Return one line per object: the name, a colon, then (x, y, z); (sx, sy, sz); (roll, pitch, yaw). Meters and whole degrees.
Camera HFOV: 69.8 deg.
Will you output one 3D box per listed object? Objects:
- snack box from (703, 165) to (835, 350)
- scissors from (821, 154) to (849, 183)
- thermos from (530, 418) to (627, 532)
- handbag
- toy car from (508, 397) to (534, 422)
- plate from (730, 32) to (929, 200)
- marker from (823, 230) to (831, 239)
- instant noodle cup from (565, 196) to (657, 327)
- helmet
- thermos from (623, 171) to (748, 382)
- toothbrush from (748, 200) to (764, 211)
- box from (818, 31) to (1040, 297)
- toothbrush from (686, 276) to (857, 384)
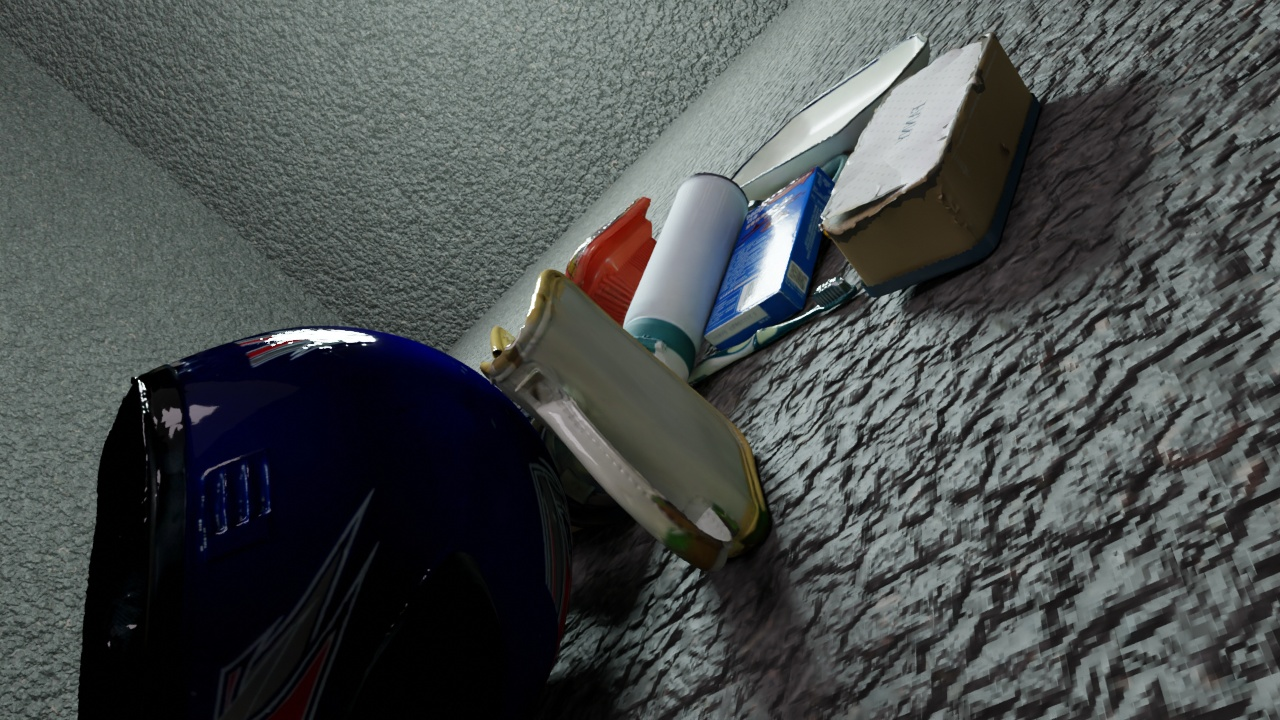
snack box: (0.104, -0.081, 0.725); (0.085, 0.026, 0.156); (-32, 27, 44)
scissors: (0.119, -0.112, 0.830); (0.177, 0.019, 0.170); (-53, 14, -13)
thermos: (-0.059, 0.089, 0.668); (0.092, 0.093, 0.144); (-57, 8, -36)
handbag: (-0.010, 0.040, 0.464); (0.063, 0.163, 0.178); (-47, 13, 11)
toy car: (-0.088, 0.045, 0.919); (0.120, 0.036, 0.054); (-20, -15, 0)
plate: (0.182, -0.225, 0.901); (0.161, 0.034, 0.266); (-50, 14, -26)
marker: (0.167, -0.104, 0.649); (0.018, 0.015, 0.124); (-57, 17, -14)
instant noodle cup: (-0.032, -0.060, 0.946); (0.164, 0.079, 0.189); (-52, -8, -50)
helmet: (-0.164, 0.140, 0.509); (0.247, 0.240, 0.316); (29, 109, 53)
thermos: (0.034, -0.060, 0.755); (0.073, 0.073, 0.223); (-35, 25, 45)
toothbrush: (0.080, -0.118, 0.984); (0.187, 0.016, 0.017); (-50, 23, -13)
box: (0.173, -0.115, 0.544); (0.090, 0.062, 0.183); (-20, 31, 48)
toothbrush: (0.083, -0.017, 0.660); (0.192, 0.018, 0.016); (-31, 21, 51)
